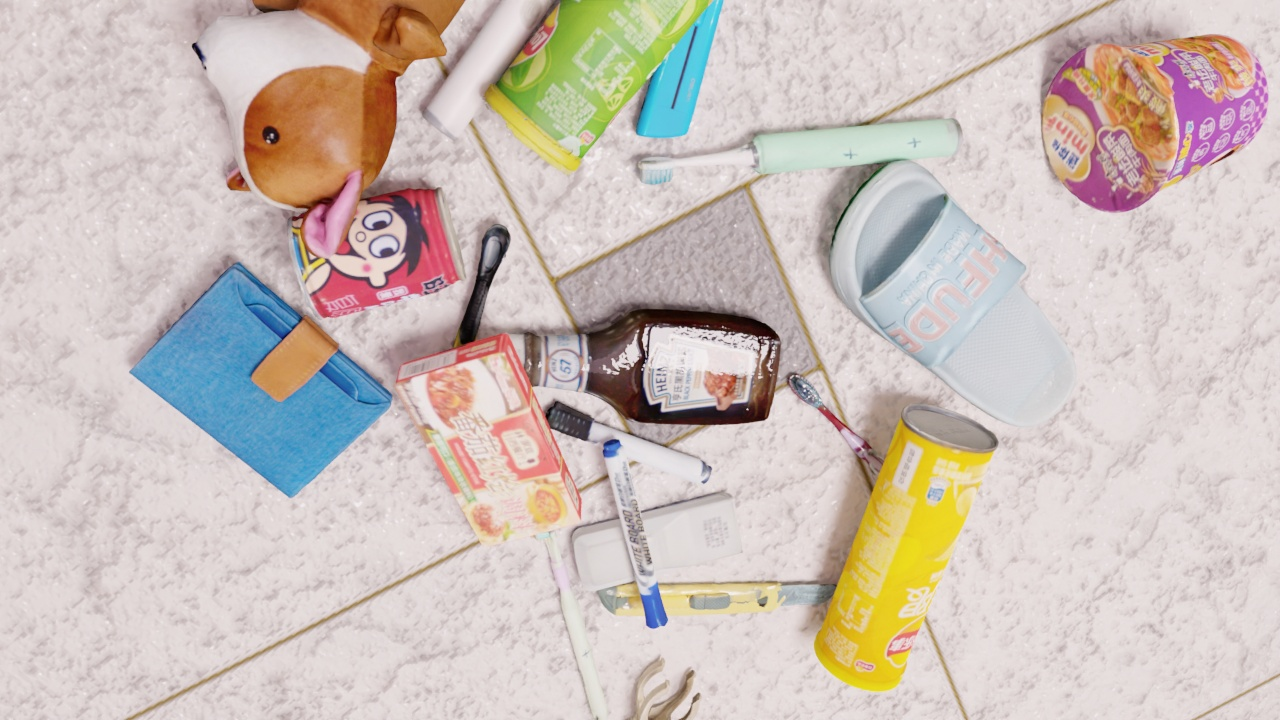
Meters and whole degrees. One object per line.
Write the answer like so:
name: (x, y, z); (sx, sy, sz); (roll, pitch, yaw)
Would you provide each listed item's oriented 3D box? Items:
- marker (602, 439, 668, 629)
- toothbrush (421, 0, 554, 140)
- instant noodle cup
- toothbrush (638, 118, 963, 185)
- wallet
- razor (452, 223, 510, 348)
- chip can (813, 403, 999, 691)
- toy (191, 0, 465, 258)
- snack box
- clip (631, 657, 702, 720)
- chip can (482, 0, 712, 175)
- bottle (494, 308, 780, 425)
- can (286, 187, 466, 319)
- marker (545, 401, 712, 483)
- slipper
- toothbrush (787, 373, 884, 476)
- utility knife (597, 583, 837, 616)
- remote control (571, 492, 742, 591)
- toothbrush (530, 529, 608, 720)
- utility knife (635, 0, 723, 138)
marker: (-0.004, 0.125, 0.658); (0.017, 0.017, 0.146); (-15, 104, -6)
toothbrush: (-0.059, -0.230, 0.555); (0.221, 0.026, 0.026); (-52, 150, 7)
instant noodle cup: (0.349, -0.165, 0.615); (0.099, 0.111, 0.112); (-18, 110, -14)
toothbrush: (0.109, -0.140, 0.615); (0.224, 0.026, 0.027); (-7, 130, -9)
wallet: (-0.242, 0.016, 0.593); (0.106, 0.040, 0.133); (-41, 111, 8)
razor: (-0.114, -0.024, 0.611); (0.042, 0.022, 0.143); (17, 105, -10)
chip can: (0.194, 0.141, 0.685); (0.072, 0.072, 0.214); (8, 111, -13)
toy: (-0.173, -0.168, 0.505); (0.130, 0.140, 0.200); (9, 113, -44)
snack box: (-0.098, 0.057, 0.614); (0.075, 0.025, 0.153); (-15, 124, 6)
clip: (-0.002, 0.279, 0.725); (0.104, 0.034, 0.081); (-42, 113, 13)
chip can: (0.002, -0.216, 0.537); (0.072, 0.072, 0.221); (38, 102, -19)
bottle: (-0.004, 0.004, 0.631); (0.194, 0.044, 0.080); (3, 109, -11)
can: (-0.160, -0.067, 0.566); (0.093, 0.066, 0.066); (-14, 109, -7)
marker: (-0.007, 0.060, 0.661); (0.130, 0.018, 0.022); (21, 93, -16)
slipper: (0.229, -0.033, 0.647); (0.245, 0.074, 0.104); (40, 97, -21)
toothbrush: (0.175, 0.073, 0.700); (0.016, 0.017, 0.187); (-45, 109, 5)
utility knife: (0.062, 0.184, 0.719); (0.194, 0.020, 0.031); (-1, 113, -15)
remote control: (0.013, 0.137, 0.686); (0.125, 0.024, 0.049); (-14, 107, -7)
toothbrush: (-0.052, 0.201, 0.697); (0.020, 0.029, 0.190); (-35, 119, -43)
utility knife: (0.041, -0.239, 0.576); (0.034, 0.018, 0.207); (13, 103, -14)
